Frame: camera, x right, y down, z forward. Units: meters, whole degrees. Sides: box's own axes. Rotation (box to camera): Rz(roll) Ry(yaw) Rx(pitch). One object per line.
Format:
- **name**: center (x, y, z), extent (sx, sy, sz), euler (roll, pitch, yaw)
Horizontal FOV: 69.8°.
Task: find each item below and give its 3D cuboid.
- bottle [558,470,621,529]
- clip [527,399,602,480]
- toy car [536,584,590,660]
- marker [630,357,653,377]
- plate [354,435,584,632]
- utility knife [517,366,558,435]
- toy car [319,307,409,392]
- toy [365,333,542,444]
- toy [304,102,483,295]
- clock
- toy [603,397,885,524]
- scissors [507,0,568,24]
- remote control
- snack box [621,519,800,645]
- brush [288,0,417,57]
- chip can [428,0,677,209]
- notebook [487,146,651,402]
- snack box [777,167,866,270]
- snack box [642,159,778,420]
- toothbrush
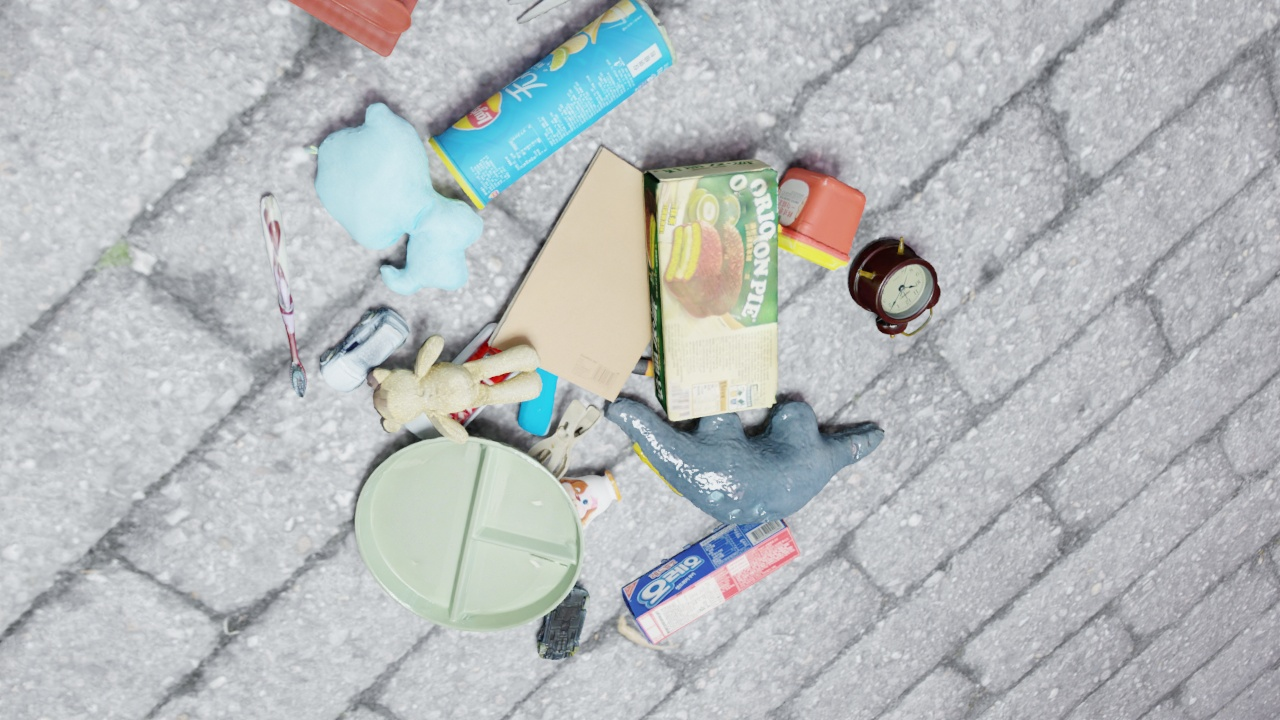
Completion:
- **bottle**: center (-0.075, 0.151, 0.961), extent (0.108, 0.063, 0.063), euler (-22, 121, -10)
- **clip**: center (-0.081, 0.085, 0.932), extent (0.100, 0.034, 0.070), euler (-55, 158, 3)
- **toy car**: center (-0.089, 0.296, 1.046), extent (0.049, 0.031, 0.106), euler (4, 115, -23)
- **marker**: center (-0.006, 0.005, 0.942), extent (0.123, 0.015, 0.018), euler (9, 107, -23)
- **plate**: center (-0.168, 0.172, 0.913), extent (0.230, 0.027, 0.230), euler (2, 113, 4)
- **utility knife**: center (-0.093, 0.001, 0.905), extent (0.034, 0.018, 0.161), euler (3, 112, -26)
- **toy car**: center (-0.250, -0.007, 0.832), extent (0.090, 0.034, 0.043), euler (-42, 125, 5)
- **toy**: center (-0.167, 0.021, 0.841), extent (0.157, 0.066, 0.105), euler (-11, 109, -7)
- **toy**: center (-0.208, -0.132, 0.774), extent (0.156, 0.049, 0.162), euler (15, 119, -17)
- **clock**: center (0.277, -0.075, 0.985), extent (0.082, 0.055, 0.122), euler (-39, 124, 1)
- **toy**: center (0.125, 0.111, 1.010), extent (0.355, 0.091, 0.138), euler (4, 86, -24)
- **scissors**: center (-0.025, -0.319, 0.774), extent (0.126, 0.012, 0.174), euler (34, 101, -30)
- **remote control**: center (-0.168, 0.026, 0.887), extent (0.136, 0.020, 0.056), euler (-45, 123, 5)
- **snack box**: center (0.081, 0.248, 1.072), extent (0.207, 0.057, 0.058), euler (-30, 124, -4)
- **brush**: center (-0.238, -0.287, 0.674), extent (0.145, 0.069, 0.063), euler (25, 103, -29)
- **chip can**: center (-0.073, -0.218, 0.772), extent (0.210, 0.071, 0.071), euler (-37, 122, -1)
- **notebook**: center (-0.031, -0.075, 0.882), extent (0.149, 0.012, 0.211), euler (27, 98, -31)
- **snack box**: center (0.166, -0.140, 0.892), extent (0.082, 0.091, 0.080), euler (18, 101, -28)
- **snack box**: center (0.068, -0.065, 0.877), extent (0.114, 0.063, 0.240), euler (-9, 114, -10)
- **toothbrush**: center (-0.308, -0.051, 0.796), extent (0.016, 0.017, 0.188), euler (-8, 118, -18)
